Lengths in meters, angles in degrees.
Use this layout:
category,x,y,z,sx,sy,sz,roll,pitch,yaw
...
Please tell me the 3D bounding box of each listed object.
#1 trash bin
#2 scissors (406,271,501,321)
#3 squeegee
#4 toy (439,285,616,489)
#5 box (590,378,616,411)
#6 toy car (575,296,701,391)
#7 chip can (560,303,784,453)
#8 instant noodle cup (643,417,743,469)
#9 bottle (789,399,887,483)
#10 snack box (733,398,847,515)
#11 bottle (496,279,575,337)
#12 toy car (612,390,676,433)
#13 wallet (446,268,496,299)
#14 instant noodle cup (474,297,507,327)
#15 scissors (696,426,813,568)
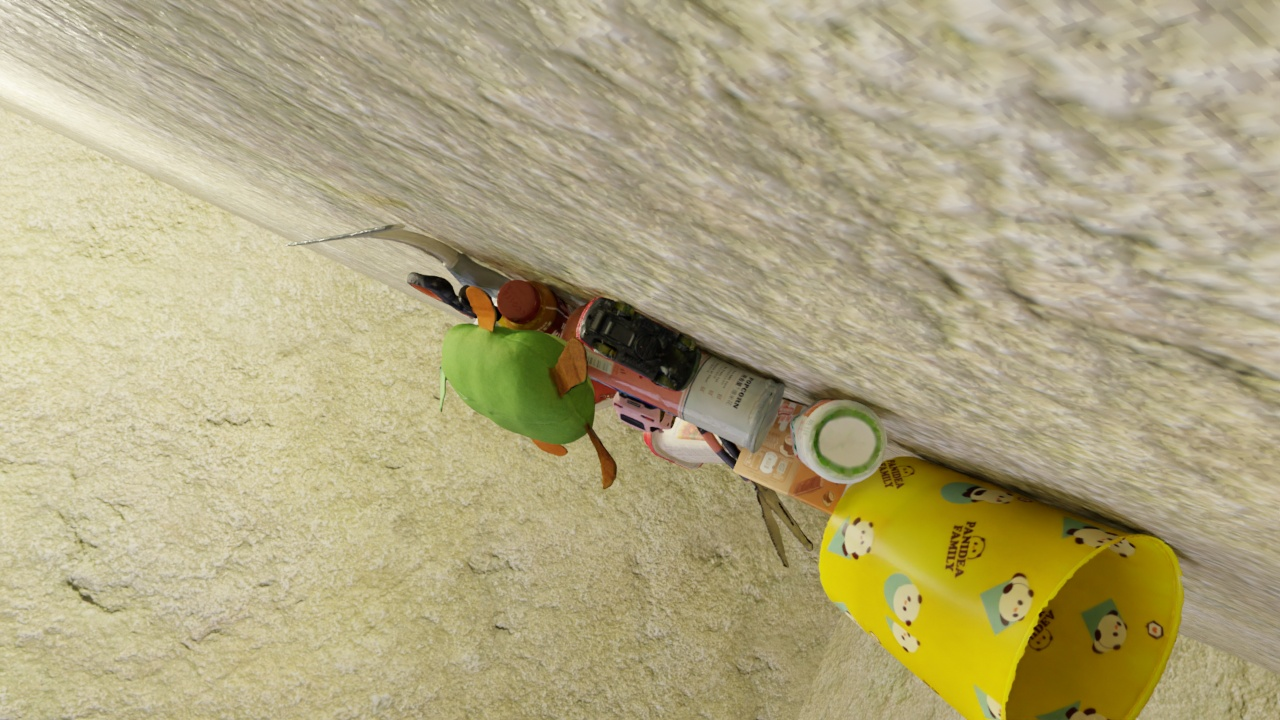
category,x,y,z,sx,sy,sz,roll,pitch,yaw
trash bin,0.322,0.219,0.872,0.229,0.229,0.255,27,-179,-34
scissors,-0.204,-0.067,1.013,0.160,0.021,0.234,24,174,-25
squeegee,-0.203,-0.102,0.952,0.246,0.039,0.247,20,169,-38
toy,-0.112,0.021,0.876,0.247,0.089,0.227,20,139,40
box,-0.047,0.039,1.312,0.091,0.080,0.168,-17,175,-1
toy car,-0.002,-0.015,0.818,0.120,0.053,0.045,29,176,-21
chip can,0.026,0.014,0.887,0.215,0.071,0.071,23,176,17
instant noodle cup,0.087,0.079,1.163,0.124,0.116,0.116,4,163,45
bottle,0.168,0.069,0.823,0.068,0.068,0.197,24,179,3
snack box,0.171,0.100,0.984,0.077,0.094,0.093,26,175,-33
bottle,-0.103,-0.045,0.957,0.057,0.057,0.175,23,176,13
toy car,0.004,0.056,0.964,0.056,0.037,0.122,24,177,14
wallet,-0.178,-0.090,1.102,0.097,0.019,0.121,22,174,4
instant noodle cup,-0.163,-0.026,1.257,0.123,0.116,0.116,38,172,-20
scissors,0.129,0.123,1.043,0.189,0.226,0.015,32,130,-30
